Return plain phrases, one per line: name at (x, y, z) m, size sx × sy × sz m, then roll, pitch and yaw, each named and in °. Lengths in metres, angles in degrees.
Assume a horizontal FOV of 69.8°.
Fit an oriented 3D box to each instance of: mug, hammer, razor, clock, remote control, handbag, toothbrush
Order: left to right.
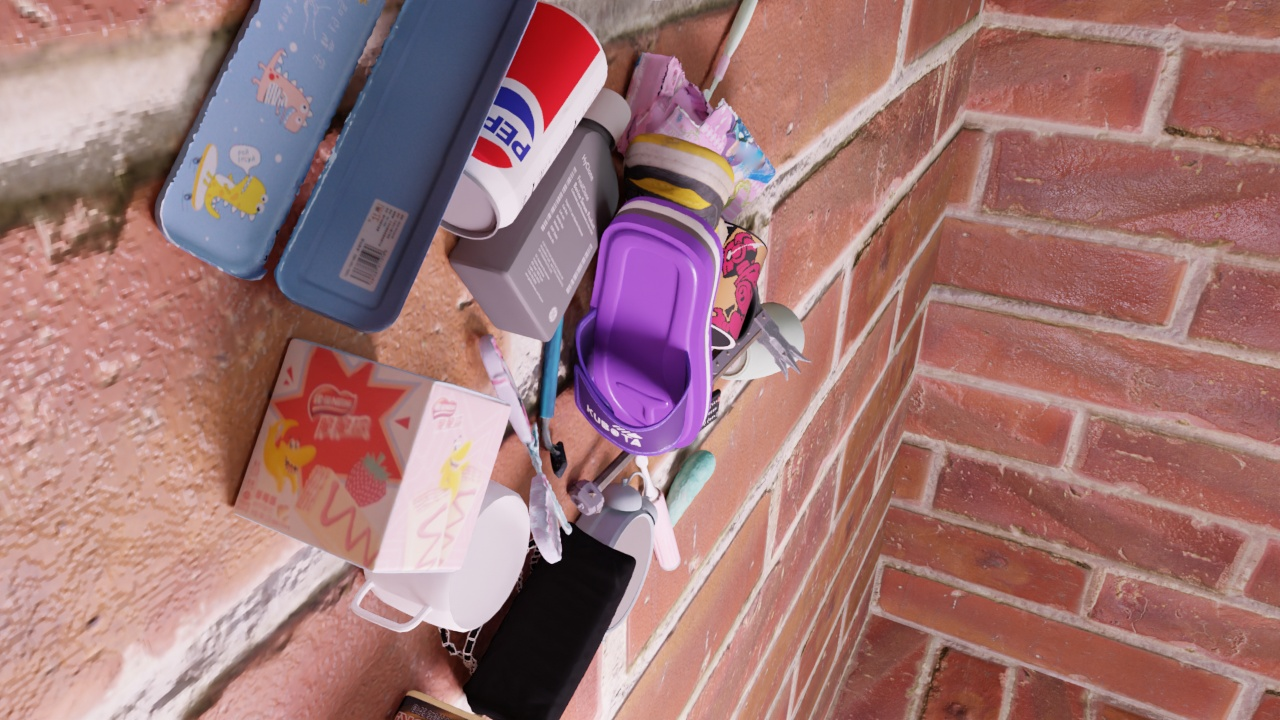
mug at (-0.126, 0.121, 0.567) m, size 0.115 × 0.068 × 0.094 m, roll -48°, pitch 145°, yaw -47°
handbag at (-0.089, 0.209, 0.717) m, size 0.125 × 0.115 × 0.153 m, roll 113°, pitch 3°, yaw -57°
razor at (-0.067, 0.017, 0.702) m, size 0.042 × 0.022 × 0.144 m, roll -120°, pitch -149°, yaw -68°
clock at (-0.027, 0.180, 0.859) m, size 0.159 × 0.045 × 0.122 m, roll -67°, pitch 156°, yaw -14°
toothbrush at (0.016, 0.158, 0.965) m, size 0.223 × 0.027 × 0.026 m, roll 77°, pitch 2°, yaw -48°
hammer at (0.035, 0.035, 0.881) m, size 0.315 × 0.147 × 0.028 m, roll -43°, pitch -176°, yaw -37°
remote control at (0.059, 0.065, 1.020) m, size 0.146 × 0.015 × 0.033 m, roll -28°, pitch 129°, yaw -60°
mug at (0.077, -0.065, 0.882) m, size 0.118 × 0.082 × 0.098 m, roll 35°, pitch 71°, yaw -47°
toothbrush at (0.084, -0.296, 0.857) m, size 0.154 × 0.015 × 0.022 m, roll -66°, pitch -174°, yaw -22°
mug at (0.119, -0.033, 1.031) m, size 0.103 × 0.084 × 0.111 m, roll -16°, pitch 91°, yaw -50°

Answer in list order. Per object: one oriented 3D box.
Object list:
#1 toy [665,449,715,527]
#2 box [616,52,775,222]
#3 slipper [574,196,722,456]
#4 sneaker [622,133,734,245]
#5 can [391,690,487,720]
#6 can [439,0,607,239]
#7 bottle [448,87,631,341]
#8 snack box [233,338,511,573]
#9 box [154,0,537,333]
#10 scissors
toy at (0.055, 0.142, 1.044) m, size 0.105 × 0.033 × 0.085 m, roll -47°, pitch 159°, yaw -44°
box at (0.058, -0.180, 0.799) m, size 0.230 × 0.071 × 0.084 m, roll 19°, pitch 86°, yaw -67°
slipper at (-0.004, 0.004, 0.691) m, size 0.083 × 0.107 × 0.267 m, roll -59°, pitch 165°, yaw -33°
sneaker at (0.019, -0.082, 0.717) m, size 0.238 × 0.086 × 0.122 m, roll 53°, pitch 53°, yaw -78°
can at (-0.122, 0.294, 0.606) m, size 0.073 × 0.131 × 0.100 m, roll 77°, pitch 33°, yaw -48°
can at (-0.076, -0.138, 0.521) m, size 0.131 × 0.070 × 0.070 m, roll -62°, pitch 154°, yaw -27°
bottle at (-0.056, -0.108, 0.615) m, size 0.173 × 0.046 × 0.084 m, roll -65°, pitch 155°, yaw -22°
snack box at (-0.135, 0.049, 0.471) m, size 0.079 × 0.093 × 0.094 m, roll 30°, pitch 77°, yaw -66°
box at (-0.132, -0.126, 0.433) m, size 0.124 × 0.043 × 0.209 m, roll 28°, pitch 76°, yaw -34°
scissors at (-0.074, 0.068, 0.620) m, size 0.176 × 0.013 × 0.171 m, roll -112°, pitch -176°, yaw -58°
